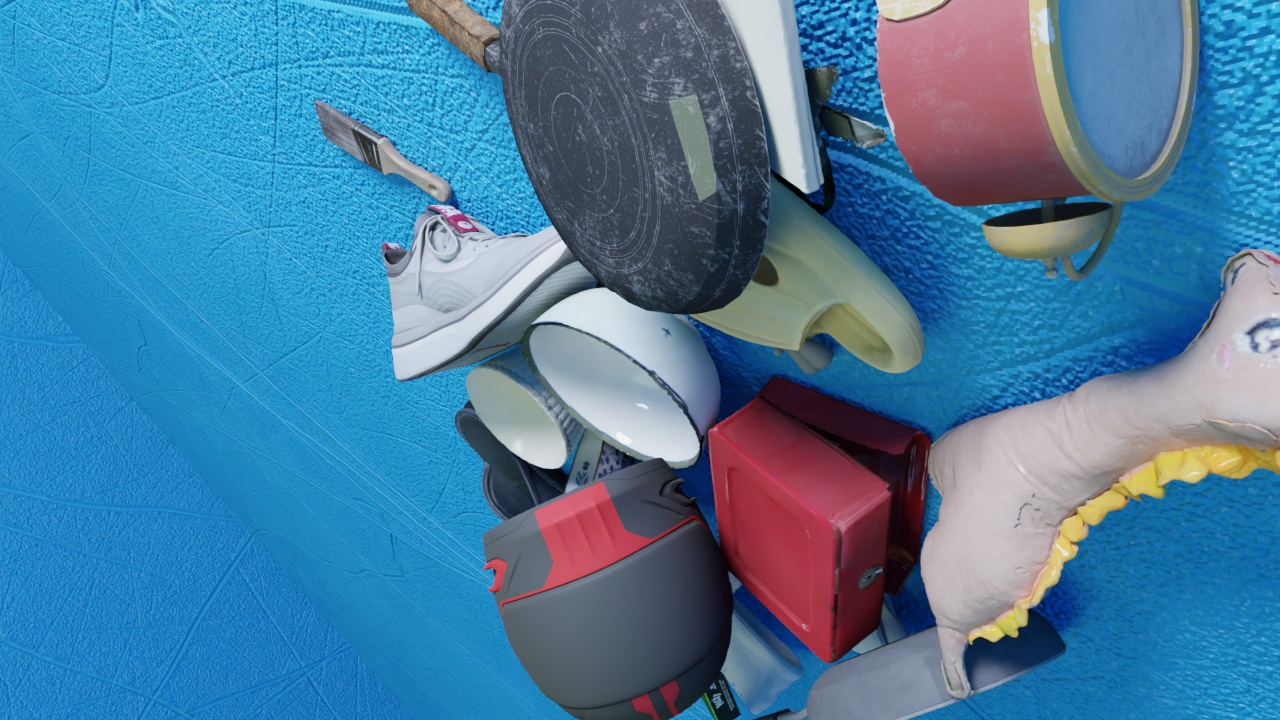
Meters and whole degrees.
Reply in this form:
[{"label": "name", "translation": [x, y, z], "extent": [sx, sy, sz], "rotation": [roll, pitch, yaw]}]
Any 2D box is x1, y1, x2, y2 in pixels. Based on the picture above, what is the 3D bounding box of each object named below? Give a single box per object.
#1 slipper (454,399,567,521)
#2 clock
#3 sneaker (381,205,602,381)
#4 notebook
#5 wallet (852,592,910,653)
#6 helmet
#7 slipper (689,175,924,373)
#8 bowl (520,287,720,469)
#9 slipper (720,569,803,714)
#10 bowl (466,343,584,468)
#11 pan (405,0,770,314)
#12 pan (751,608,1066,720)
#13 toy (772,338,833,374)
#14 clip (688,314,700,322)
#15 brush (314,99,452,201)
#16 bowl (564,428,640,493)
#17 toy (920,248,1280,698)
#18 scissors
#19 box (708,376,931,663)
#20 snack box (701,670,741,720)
[{"label": "slipper", "translation": [-0.113, 0.162, 0.969], "extent": [0.265, 0.083, 0.109], "rotation": [46, 146, -6]}, {"label": "clock", "translation": [0.149, -0.103, 0.349], "extent": [0.081, 0.116, 0.159], "rotation": [4, 137, 51]}, {"label": "sneaker", "translation": [-0.126, -0.074, 0.719], "extent": [0.264, 0.096, 0.128], "rotation": [-21, 88, 46]}, {"label": "notebook", "translation": [0.014, -0.179, 0.407], "extent": [0.208, 0.012, 0.153], "rotation": [55, 167, 50]}, {"label": "wallet", "translation": [0.170, 0.196, 0.738], "extent": [0.115, 0.037, 0.118], "rotation": [11, 139, 41]}, {"label": "helmet", "translation": [-0.014, 0.177, 0.666], "extent": [0.265, 0.164, 0.170], "rotation": [99, 147, -80]}, {"label": "slipper", "translation": [0.039, -0.069, 0.510], "extent": [0.261, 0.079, 0.111], "rotation": [43, 175, 10]}, {"label": "bowl", "translation": [-0.004, 0.004, 0.665], "extent": [0.153, 0.072, 0.154], "rotation": [29, 153, 16]}, {"label": "slipper", "translation": [0.066, 0.211, 0.837], "extent": [0.247, 0.074, 0.112], "rotation": [55, 170, -10]}, {"label": "bowl", "translation": [-0.091, 0.034, 0.816], "extent": [0.115, 0.062, 0.115], "rotation": [29, 145, 23]}, {"label": "pan", "translation": [-0.060, -0.151, 0.496], "extent": [0.357, 0.040, 0.208], "rotation": [41, 148, 39]}, {"label": "pan", "translation": [0.151, 0.249, 0.689], "extent": [0.358, 0.178, 0.041], "rotation": [-46, 58, 49]}, {"label": "toy", "translation": [0.075, -0.031, 0.588], "extent": [0.111, 0.030, 0.049], "rotation": [39, 163, -2]}, {"label": "clip", "translation": [0.031, -0.045, 0.638], "extent": [0.052, 0.014, 0.042], "rotation": [34, 149, 10]}, {"label": "brush", "translation": [-0.215, -0.172, 0.765], "extent": [0.151, 0.012, 0.039], "rotation": [31, 145, 18]}, {"label": "bowl", "translation": [-0.030, 0.102, 0.803], "extent": [0.045, 0.114, 0.115], "rotation": [18, 150, -12]}, {"label": "toy", "translation": [0.226, 0.071, 0.446], "extent": [0.065, 0.196, 0.265], "rotation": [6, 164, -18]}, {"label": "scissors", "translation": [0.078, -0.099, 0.430], "extent": [0.142, 0.015, 0.209], "rotation": [56, -178, -28]}, {"label": "box", "translation": [0.115, 0.109, 0.634], "extent": [0.135, 0.112, 0.158], "rotation": [25, 144, 35]}, {"label": "snack box", "translation": [0.047, 0.286, 0.924], "extent": [0.147, 0.025, 0.080], "rotation": [49, 164, 54]}]
